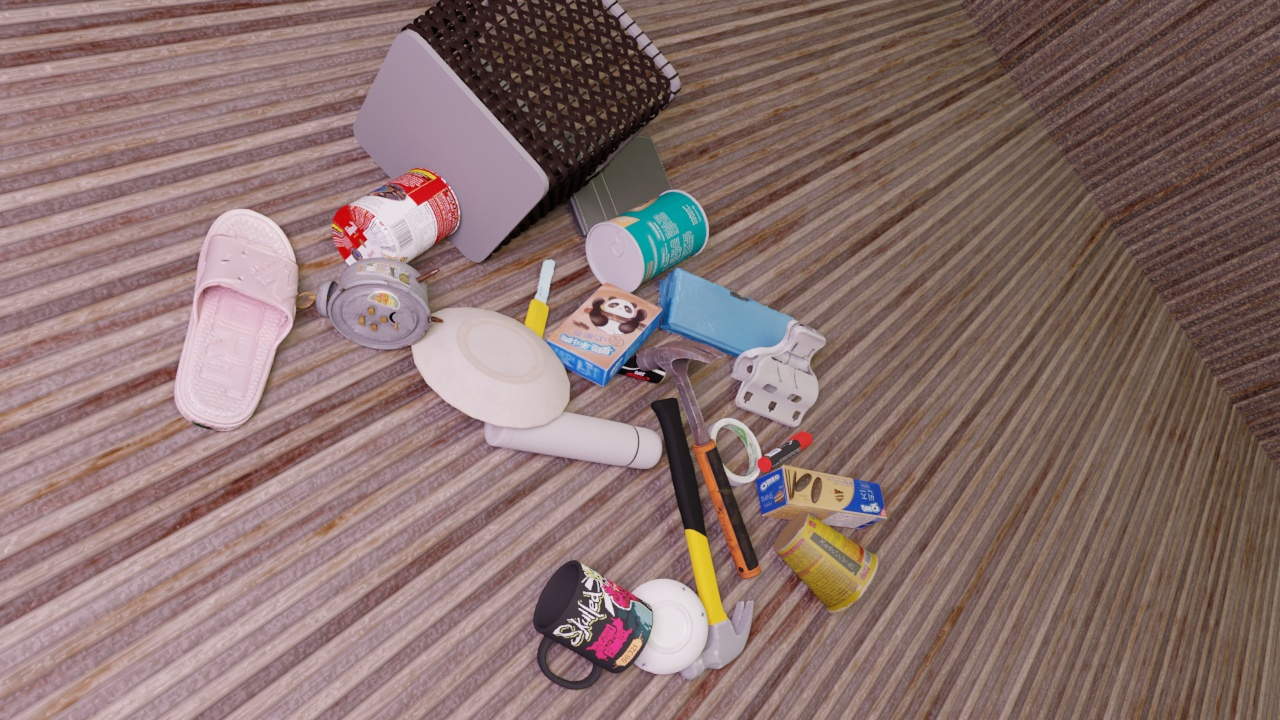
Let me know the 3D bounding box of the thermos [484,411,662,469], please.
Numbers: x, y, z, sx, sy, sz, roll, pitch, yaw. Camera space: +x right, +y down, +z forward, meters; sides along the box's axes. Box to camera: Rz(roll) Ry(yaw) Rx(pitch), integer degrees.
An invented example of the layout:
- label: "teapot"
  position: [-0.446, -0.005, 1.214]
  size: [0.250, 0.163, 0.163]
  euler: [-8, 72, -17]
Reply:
- label: "thermos"
  position: [-0.072, 0.090, 1.077]
  size: [0.223, 0.052, 0.052]
  euler: [14, 58, -35]

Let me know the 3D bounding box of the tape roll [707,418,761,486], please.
- label: "tape roll"
  position: [0.126, 0.125, 1.251]
  size: [0.093, 0.018, 0.093]
  euler: [21, 53, -31]

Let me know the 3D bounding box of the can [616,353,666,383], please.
- label: "can"
  position: [-0.007, 0.007, 1.196]
  size: [0.080, 0.032, 0.031]
  euler: [15, 57, -34]

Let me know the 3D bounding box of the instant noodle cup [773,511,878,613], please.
- label: "instant noodle cup"
  position: [0.241, 0.262, 1.223]
  size: [0.112, 0.101, 0.100]
  euler: [40, 45, -1]

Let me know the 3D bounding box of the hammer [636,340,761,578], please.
- label: "hammer"
  position: [0.095, 0.124, 1.144]
  size: [0.034, 0.138, 0.314]
  euler: [-24, 97, -36]

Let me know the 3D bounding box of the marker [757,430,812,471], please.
- label: "marker"
  position: [0.204, 0.128, 1.299]
  size: [0.023, 0.021, 0.144]
  euler: [43, 31, 19]

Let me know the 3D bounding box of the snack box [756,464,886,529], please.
- label: "snack box"
  position: [0.258, 0.195, 1.294]
  size: [0.206, 0.056, 0.057]
  euler: [14, 57, -35]

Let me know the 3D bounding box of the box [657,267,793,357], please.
- label: "box"
  position: [0.124, -0.054, 1.345]
  size: [0.231, 0.054, 0.093]
  euler: [19, 72, -31]

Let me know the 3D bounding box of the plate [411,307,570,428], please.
- label: "plate"
  position: [-0.161, -0.003, 1.030]
  size: [0.188, 0.027, 0.188]
  euler: [22, 35, -17]

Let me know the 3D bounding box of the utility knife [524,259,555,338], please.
- label: "utility knife"
  position: [-0.129, -0.042, 1.131]
  size: [0.030, 0.019, 0.216]
  euler: [31, 54, -31]

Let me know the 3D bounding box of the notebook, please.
- label: "notebook"
  position: [-0.034, -0.259, 1.333]
  size: [0.208, 0.030, 0.169]
  euler: [-10, 74, -47]

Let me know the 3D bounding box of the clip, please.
- label: "clip"
  position: [0.202, 0.009, 1.336]
  size: [0.126, 0.099, 0.152]
  euler: [20, 91, -32]

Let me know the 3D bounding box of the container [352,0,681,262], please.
- label: "container"
  position: [-0.153, -0.299, 1.085]
  size: [0.245, 0.248, 0.242]
  euler: [47, 55, -9]

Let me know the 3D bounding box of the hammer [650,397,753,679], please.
- label: "hammer"
  position: [0.065, 0.204, 1.106]
  size: [0.126, 0.029, 0.323]
  euler: [-5, 80, -45]

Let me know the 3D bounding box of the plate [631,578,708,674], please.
- label: "plate"
  position: [0.028, 0.298, 1.027]
  size: [0.104, 0.026, 0.104]
  euler: [3, 75, -10]

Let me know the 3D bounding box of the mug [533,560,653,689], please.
- label: "mug"
  position: [-0.059, 0.286, 0.965]
  size: [0.098, 0.082, 0.118]
  euler: [35, 75, -19]

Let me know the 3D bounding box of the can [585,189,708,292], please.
- label: "can"
  position: [0.010, -0.164, 1.251]
  size: [0.143, 0.099, 0.099]
  euler: [-33, 89, -40]

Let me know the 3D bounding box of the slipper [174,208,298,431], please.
- label: "slipper"
  position: [-0.383, -0.050, 0.887]
  size: [0.094, 0.065, 0.238]
  euler: [19, 56, -32]

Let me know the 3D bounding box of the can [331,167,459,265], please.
- label: "can"
  position: [-0.272, -0.154, 1.025]
  size: [0.086, 0.087, 0.116]
  euler: [49, 44, -6]

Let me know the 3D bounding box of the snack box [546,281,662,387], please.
- label: "snack box"
  position: [-0.045, -0.036, 1.161]
  size: [0.087, 0.034, 0.150]
  euler: [26, 44, 14]

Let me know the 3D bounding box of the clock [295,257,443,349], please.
- label: "clock"
  position: [-0.285, -0.059, 0.960]
  size: [0.148, 0.104, 0.056]
  euler: [2, 49, -6]
